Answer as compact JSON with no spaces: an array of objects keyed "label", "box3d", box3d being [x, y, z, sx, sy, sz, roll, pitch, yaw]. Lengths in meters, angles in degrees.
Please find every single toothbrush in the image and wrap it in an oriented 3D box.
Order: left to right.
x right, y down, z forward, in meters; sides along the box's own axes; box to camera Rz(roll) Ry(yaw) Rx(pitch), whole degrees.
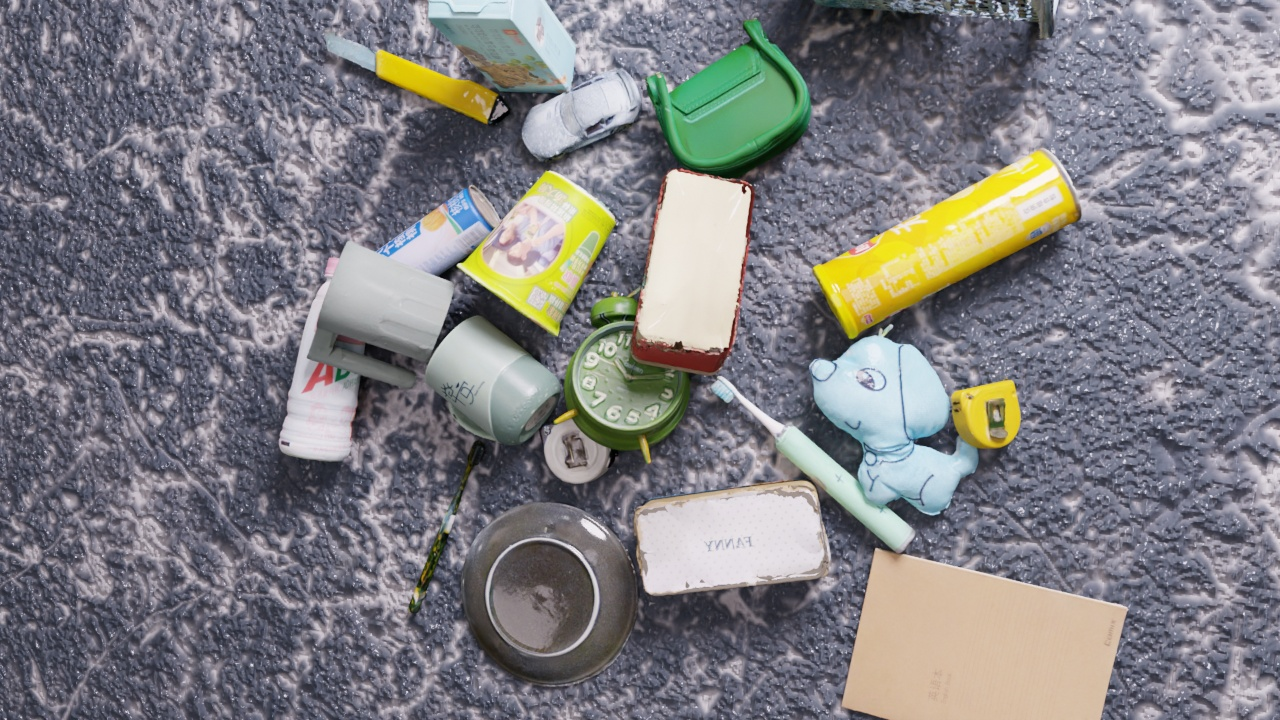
[{"label":"toothbrush","box3d":[-0.191,0.166,0.905,0.012,0.017,0.186,20,95,-25]},{"label":"toothbrush","box3d":[0.153,0.089,0.826,0.224,0.026,0.027,42,77,9]}]

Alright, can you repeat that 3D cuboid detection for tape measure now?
[{"label":"tape measure","box3d":[-0.057,0.083,0.869,0.066,0.033,0.066,-17,86,13]},{"label":"tape measure","box3d":[0.298,0.047,0.784,0.060,0.029,0.057,-10,87,-19]}]

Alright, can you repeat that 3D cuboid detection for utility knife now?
[{"label":"utility knife","box3d":[-0.225,-0.284,0.915,0.215,0.015,0.033,25,95,9]}]

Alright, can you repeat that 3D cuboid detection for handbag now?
[{"label":"handbag","box3d":[0.080,-0.230,0.824,0.131,0.068,0.120,-30,83,10]}]

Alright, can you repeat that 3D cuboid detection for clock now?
[{"label":"clock","box3d":[-0.005,0.005,0.834,0.116,0.056,0.161,22,75,3]}]

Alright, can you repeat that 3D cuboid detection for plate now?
[{"label":"plate","box3d":[-0.092,0.225,0.880,0.179,0.024,0.179,0,89,13]}]

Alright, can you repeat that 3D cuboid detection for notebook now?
[{"label":"notebook","box3d":[0.297,0.261,0.803,0.211,0.012,0.149,12,93,12]}]

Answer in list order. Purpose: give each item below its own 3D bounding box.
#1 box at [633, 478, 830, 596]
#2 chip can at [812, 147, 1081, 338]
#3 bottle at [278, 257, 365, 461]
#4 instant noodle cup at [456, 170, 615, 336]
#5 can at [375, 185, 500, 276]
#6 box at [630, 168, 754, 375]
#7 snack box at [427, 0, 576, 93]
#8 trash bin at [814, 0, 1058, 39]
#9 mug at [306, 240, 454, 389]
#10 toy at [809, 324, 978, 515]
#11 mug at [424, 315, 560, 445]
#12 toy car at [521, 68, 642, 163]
[{"label":"box","box3d":[0.075,0.160,0.828,0.184,0.061,0.089,-7,87,14]},{"label":"chip can","box3d":[0.257,-0.098,0.783,0.213,0.072,0.072,-28,84,11]},{"label":"bottle","box3d":[-0.307,-0.002,0.907,0.068,0.068,0.197,9,89,12]},{"label":"instant noodle cup","box3d":[-0.087,-0.103,0.845,0.112,0.111,0.123,36,89,10]},{"label":"can","box3d":[-0.202,-0.111,0.891,0.135,0.053,0.053,-33,83,10]},{"label":"box","box3d":[0.044,-0.080,0.793,0.091,0.077,0.168,10,70,0]},{"label":"snack box","box3d":[-0.117,-0.290,0.813,0.074,0.174,0.051,6,88,13]},{"label":"trash bin","box3d":[0.234,-0.371,0.734,0.195,0.226,0.226,5,91,25]},{"label":"mug","box3d":[-0.240,-0.036,0.849,0.103,0.083,0.124,20,117,-16]},{"label":"toy","box3d":[0.221,0.049,0.801,0.161,0.050,0.156,11,88,-1]},{"label":"mug","box3d":[-0.141,0.032,0.869,0.106,0.082,0.112,38,127,9]},{"label":"toy car","box3d":[-0.057,-0.232,0.871,0.121,0.036,0.054,-22,85,14]}]
